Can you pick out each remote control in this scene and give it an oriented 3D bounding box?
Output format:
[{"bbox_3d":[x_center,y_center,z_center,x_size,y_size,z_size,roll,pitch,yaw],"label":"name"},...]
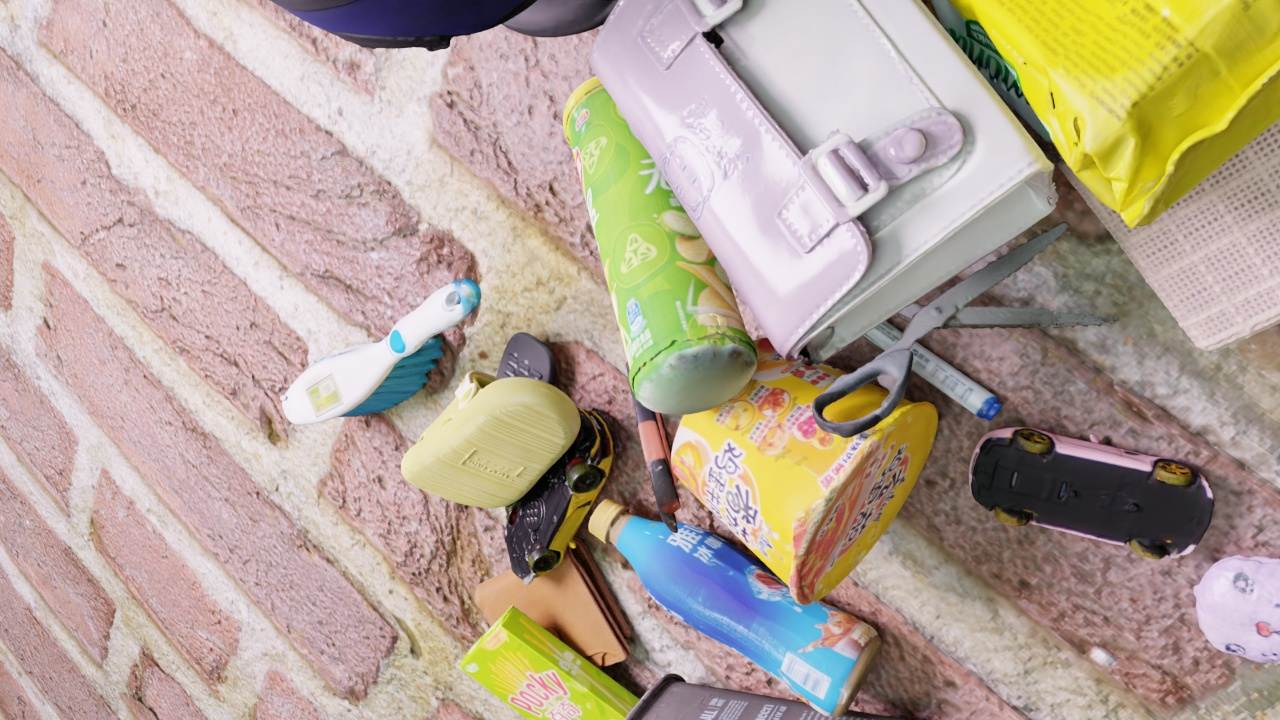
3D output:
[{"bbox_3d":[-0.097,0.038,0.734,0.053,0.024,0.137,32,120,21],"label":"remote control"}]

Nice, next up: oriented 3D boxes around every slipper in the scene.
[{"bbox_3d":[-0.106,0.050,0.687,0.091,0.081,0.191,29,141,-21],"label":"slipper"}]

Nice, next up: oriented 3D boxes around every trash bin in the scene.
[{"bbox_3d":[0.098,0.328,0.595,0.220,0.198,0.198,-9,99,29],"label":"trash bin"}]

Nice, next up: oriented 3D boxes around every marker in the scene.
[{"bbox_3d":[0.154,-0.012,0.559,0.146,0.016,0.017,38,121,19],"label":"marker"}]

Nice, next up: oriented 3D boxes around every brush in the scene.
[{"bbox_3d":[-0.196,-0.005,0.736,0.315,0.109,0.060,-24,87,36],"label":"brush"}]

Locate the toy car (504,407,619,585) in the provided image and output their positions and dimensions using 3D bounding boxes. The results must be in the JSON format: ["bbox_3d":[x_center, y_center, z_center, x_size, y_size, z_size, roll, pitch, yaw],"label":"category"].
[{"bbox_3d":[-0.066,0.105,0.716,0.071,0.041,0.156,54,126,43],"label":"toy car"}]

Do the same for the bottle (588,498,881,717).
[{"bbox_3d":[0.057,0.163,0.644,0.219,0.065,0.065,27,117,25],"label":"bottle"}]

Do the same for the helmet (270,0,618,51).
[{"bbox_3d":[-0.049,-0.291,0.466,0.247,0.240,0.315,25,98,32],"label":"helmet"}]

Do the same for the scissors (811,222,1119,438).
[{"bbox_3d":[0.154,-0.025,0.496,0.159,0.181,0.014,37,166,32],"label":"scissors"}]

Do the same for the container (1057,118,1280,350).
[{"bbox_3d":[0.269,-0.075,0.423,0.090,0.090,0.111,-35,86,35],"label":"container"}]

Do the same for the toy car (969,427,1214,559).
[{"bbox_3d":[0.247,0.071,0.510,0.122,0.037,0.056,13,114,17],"label":"toy car"}]

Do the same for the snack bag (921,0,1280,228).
[{"bbox_3d":[0.199,-0.186,0.386,0.158,0.068,0.246,-45,45,26],"label":"snack bag"}]

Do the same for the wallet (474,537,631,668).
[{"bbox_3d":[-0.074,0.217,0.768,0.132,0.031,0.108,-33,83,37],"label":"wallet"}]

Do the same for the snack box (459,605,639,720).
[{"bbox_3d":[-0.065,0.271,0.747,0.156,0.026,0.086,38,127,-3],"label":"snack box"}]

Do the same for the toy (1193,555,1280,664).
[{"bbox_3d":[0.341,0.135,0.463,0.108,0.038,0.084,12,116,29],"label":"toy"}]

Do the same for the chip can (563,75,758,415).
[{"bbox_3d":[0.008,-0.073,0.544,0.073,0.072,0.221,-40,51,35],"label":"chip can"}]

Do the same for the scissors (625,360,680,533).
[{"bbox_3d":[-0.001,0.011,0.626,0.015,0.189,0.222,-15,125,3],"label":"scissors"}]

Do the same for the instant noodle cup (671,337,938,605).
[{"bbox_3d":[0.094,0.058,0.553,0.110,0.137,0.138,35,120,30],"label":"instant noodle cup"}]

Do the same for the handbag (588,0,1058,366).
[{"bbox_3d":[0.077,-0.115,0.441,0.145,0.098,0.197,-39,69,22],"label":"handbag"}]
